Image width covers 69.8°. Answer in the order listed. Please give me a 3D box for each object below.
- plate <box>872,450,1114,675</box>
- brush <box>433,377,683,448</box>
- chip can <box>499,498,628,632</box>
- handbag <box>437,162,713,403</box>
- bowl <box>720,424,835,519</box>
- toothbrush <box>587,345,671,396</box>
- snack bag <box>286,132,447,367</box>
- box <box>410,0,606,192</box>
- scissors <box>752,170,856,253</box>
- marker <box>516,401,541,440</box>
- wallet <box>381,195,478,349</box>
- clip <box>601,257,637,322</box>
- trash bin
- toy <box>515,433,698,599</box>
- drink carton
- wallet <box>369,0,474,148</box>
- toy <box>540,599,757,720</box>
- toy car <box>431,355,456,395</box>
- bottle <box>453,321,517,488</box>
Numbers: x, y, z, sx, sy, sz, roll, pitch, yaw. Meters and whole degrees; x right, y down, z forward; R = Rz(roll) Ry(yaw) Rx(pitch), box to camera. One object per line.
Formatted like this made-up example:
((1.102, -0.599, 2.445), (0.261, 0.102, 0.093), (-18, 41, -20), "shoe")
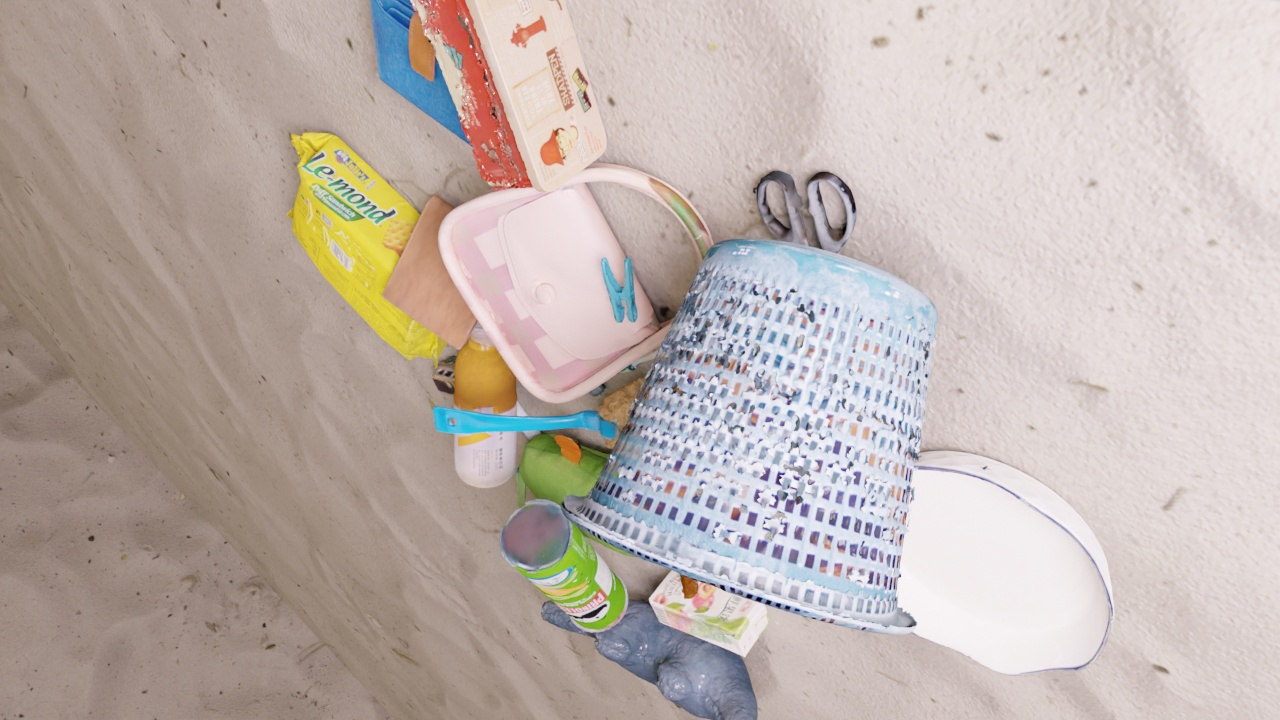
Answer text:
((0.251, 0.149, 0.692), (0.205, 0.045, 0.205), (29, 142, 26), "plate")
((-0.071, 0.056, 0.847), (0.255, 0.045, 0.083), (0, 111, 10), "brush")
((-0.071, 0.213, 0.929), (0.072, 0.072, 0.236), (28, 161, 25), "chip can")
((-0.037, -0.076, 0.756), (0.235, 0.093, 0.193), (-16, 112, 39), "handbag")
((0.125, 0.063, 0.713), (0.114, 0.062, 0.113), (18, 119, 36), "bowl")
((-0.005, 0.005, 0.844), (0.018, 0.016, 0.192), (44, 147, -13), "toothbrush")
((-0.286, -0.115, 0.975), (0.246, 0.068, 0.158), (45, 145, 5), "snack bag")
((-0.099, -0.212, 0.663), (0.079, 0.091, 0.168), (8, 130, 37), "box")
((0.134, -0.056, 0.642), (0.172, 0.014, 0.146), (47, 146, -2), "scissors")
((-0.119, 0.086, 1.039), (0.131, 0.018, 0.023), (55, 160, -13), "marker")
((-0.184, -0.084, 0.879), (0.101, 0.020, 0.115), (35, 103, 11), "wallet")
((-0.015, -0.054, 0.711), (0.041, 0.014, 0.056), (2, 118, 22), "clip")
((0.087, 0.038, 0.576), (0.226, 0.195, 0.226), (18, 176, 1), "trash bin")
((-0.039, 0.143, 0.951), (0.247, 0.089, 0.227), (24, 151, 34), "toy")
((0.074, 0.271, 0.988), (0.123, 0.053, 0.045), (10, 133, 41), "drink carton")
((-0.166, -0.240, 0.756), (0.133, 0.040, 0.107), (36, 148, 13), "wallet")
((0.029, 0.335, 1.033), (0.357, 0.137, 0.091), (17, 105, 44), "toy")
((-0.200, 0.023, 1.048), (0.091, 0.035, 0.042), (7, 130, 40), "toy car")
((-0.166, 0.045, 0.984), (0.068, 0.067, 0.190), (22, 120, 31), "bottle")
